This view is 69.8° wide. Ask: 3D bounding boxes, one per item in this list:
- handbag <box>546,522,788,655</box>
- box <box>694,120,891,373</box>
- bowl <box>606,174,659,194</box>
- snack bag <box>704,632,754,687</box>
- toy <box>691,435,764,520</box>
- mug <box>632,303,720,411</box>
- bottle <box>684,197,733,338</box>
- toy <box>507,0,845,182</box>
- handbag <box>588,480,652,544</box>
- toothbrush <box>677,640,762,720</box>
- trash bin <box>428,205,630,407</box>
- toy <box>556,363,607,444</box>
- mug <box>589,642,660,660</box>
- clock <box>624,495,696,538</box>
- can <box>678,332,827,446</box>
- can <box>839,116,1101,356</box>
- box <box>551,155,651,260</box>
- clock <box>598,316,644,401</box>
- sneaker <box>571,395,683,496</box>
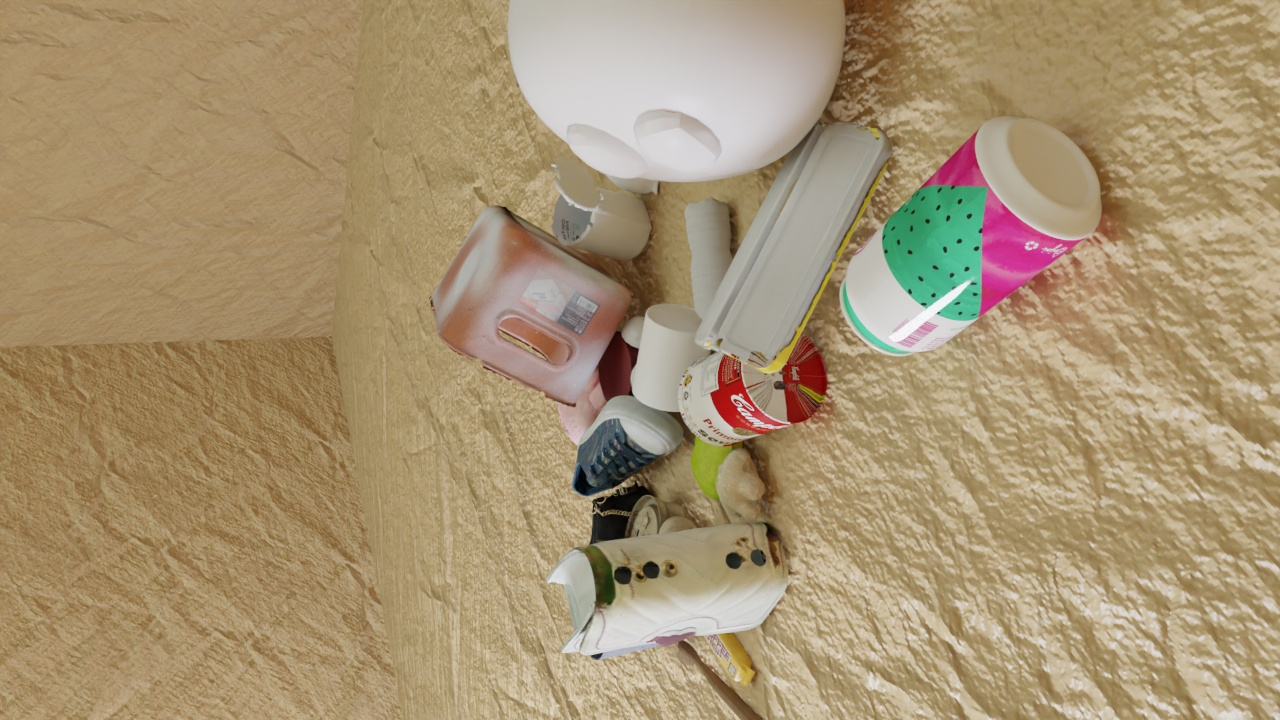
[{"bbox_3d":[0.026,0.214,0.864,0.142,0.198,0.096,126,137,-55],"label":"handbag"},{"bbox_3d":[0.115,-0.096,0.744,0.210,0.045,0.128,-63,29,1],"label":"box"},{"bbox_3d":[-0.016,-0.251,1.061,0.115,0.050,0.115,12,104,63],"label":"bowl"},{"bbox_3d":[0.087,0.292,0.945,0.099,0.020,0.026,51,135,50],"label":"snack bag"},{"bbox_3d":[0.087,0.107,0.899,0.118,0.043,0.092,49,139,50],"label":"toy"},{"bbox_3d":[0.049,0.004,0.948,0.110,0.073,0.091,27,120,31],"label":"mug"},{"bbox_3d":[0.072,-0.090,0.907,0.044,0.044,0.136,-15,79,63],"label":"bottle"},{"bbox_3d":[0.030,-0.283,0.731,0.263,0.265,0.280,3,75,40],"label":"toy"},{"bbox_3d":[-0.029,0.206,1.105,0.054,0.079,0.129,-135,49,-55],"label":"handbag"},{"bbox_3d":[0.081,0.342,0.968,0.167,0.016,0.016,-153,64,-61],"label":"toothbrush"},{"bbox_3d":[-0.136,-0.077,1.114,0.157,0.181,0.259,-60,20,6],"label":"trash bin"},{"bbox_3d":[-0.070,0.053,1.211,0.105,0.053,0.108,-54,42,31],"label":"toy"},{"bbox_3d":[-0.001,0.288,1.028,0.124,0.103,0.083,-14,79,63],"label":"mug"},{"bbox_3d":[0.031,0.196,1.006,0.141,0.054,0.092,-26,54,62],"label":"clock"},{"bbox_3d":[0.097,0.025,0.820,0.117,0.086,0.086,-30,66,61],"label":"can"},{"bbox_3d":[0.204,-0.074,0.589,0.166,0.088,0.088,-51,48,54],"label":"can"},{"bbox_3d":[-0.060,-0.169,1.041,0.095,0.165,0.084,-30,65,40],"label":"box"},{"bbox_3d":[-0.006,0.006,1.071,0.138,0.048,0.096,-41,56,58],"label":"clock"},{"bbox_3d":[-0.031,0.107,1.066,0.079,0.087,0.236,-59,10,-26],"label":"sneaker"}]
